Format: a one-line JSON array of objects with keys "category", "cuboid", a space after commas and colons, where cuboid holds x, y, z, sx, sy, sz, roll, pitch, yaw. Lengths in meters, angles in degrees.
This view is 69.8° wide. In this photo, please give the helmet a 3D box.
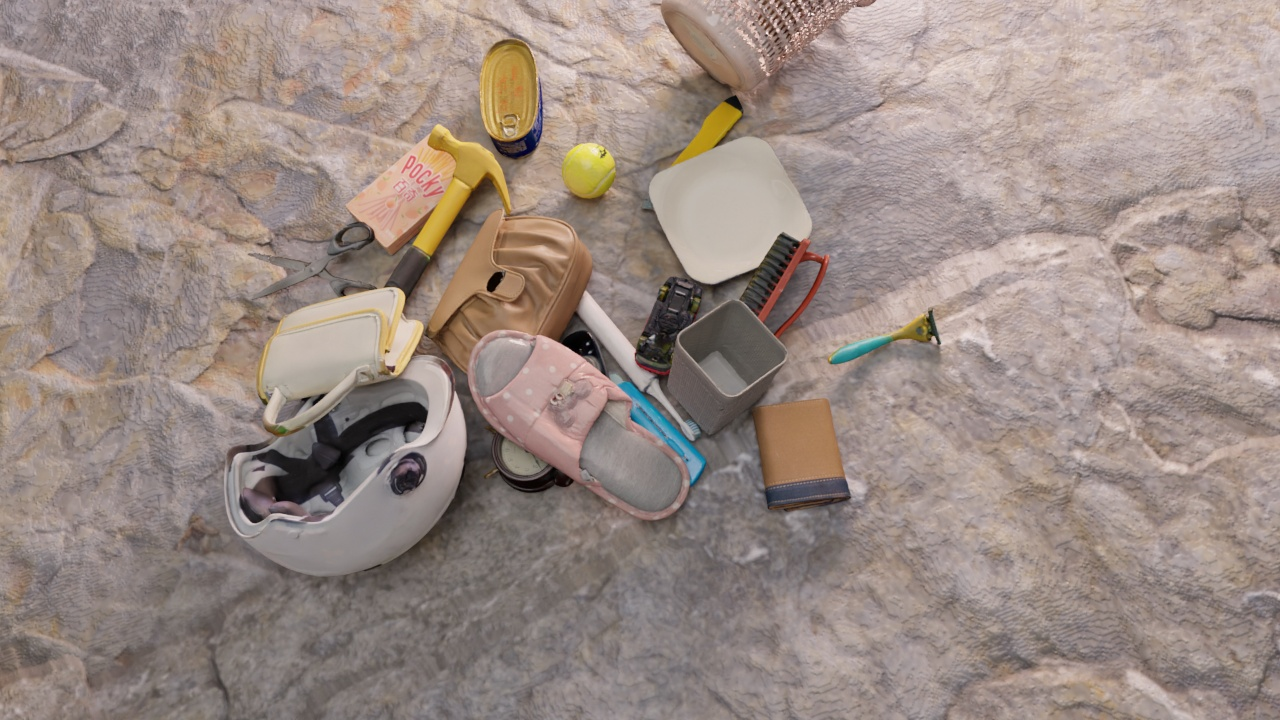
[{"category": "helmet", "cuboid": [-0.283, 0.123, 0.953, 0.258, 0.146, 0.229, -39, 37, -25]}]

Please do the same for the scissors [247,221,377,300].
[{"category": "scissors", "cuboid": [-0.390, -0.109, 1.112, 0.159, 0.014, 0.179, 45, 97, 6]}]

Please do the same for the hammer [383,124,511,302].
[{"category": "hammer", "cuboid": [-0.261, -0.127, 1.092, 0.129, 0.033, 0.300, 31, 82, -8]}]

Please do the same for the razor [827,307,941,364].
[{"category": "razor", "cuboid": [0.270, -0.020, 1.025, 0.132, 0.028, 0.043, -19, 102, -4]}]

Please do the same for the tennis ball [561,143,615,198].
[{"category": "tennis ball", "cuboid": [-0.062, -0.228, 1.104, 0.065, 0.065, 0.065, -2, 72, 4]}]

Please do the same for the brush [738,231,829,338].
[{"category": "brush", "cuboid": [0.150, -0.067, 1.023, 0.069, 0.063, 0.146, 31, 95, 3]}]

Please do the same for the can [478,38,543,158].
[{"category": "can", "cuboid": [-0.161, -0.329, 1.154, 0.074, 0.049, 0.148, -6, 72, 4]}]

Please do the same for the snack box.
[{"category": "snack box", "cuboid": [-0.279, -0.211, 1.139, 0.157, 0.026, 0.084, -44, 74, -9]}]

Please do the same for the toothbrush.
[{"category": "toothbrush", "cuboid": [-0.006, 0.006, 1.042, 0.026, 0.027, 0.221, -30, 70, -30]}]

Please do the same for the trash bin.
[{"category": "trash bin", "cuboid": [0.139, -0.441, 1.092, 0.227, 0.227, 0.192, 43, 92, 16]}]

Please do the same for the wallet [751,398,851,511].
[{"category": "wallet", "cuboid": [0.172, 0.101, 0.994, 0.090, 0.033, 0.115, -8, 70, 0]}]

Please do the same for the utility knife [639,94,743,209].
[{"category": "utility knife", "cuboid": [0.064, -0.253, 1.127, 0.033, 0.015, 0.192, 36, 79, 18]}]

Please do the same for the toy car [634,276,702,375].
[{"category": "toy car", "cuboid": [0.032, -0.037, 1.039, 0.053, 0.045, 0.120, 21, 65, 7]}]

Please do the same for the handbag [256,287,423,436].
[{"category": "handbag", "cuboid": [-0.330, 0.003, 0.970, 0.163, 0.063, 0.178, -12, 39, 15]}]

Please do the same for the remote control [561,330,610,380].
[{"category": "remote control", "cuboid": [-0.055, 0.032, 1.036, 0.053, 0.024, 0.136, -24, 70, 23]}]

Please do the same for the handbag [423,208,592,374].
[{"category": "handbag", "cuboid": [-0.151, -0.074, 1.038, 0.148, 0.100, 0.204, 23, 79, 22]}]

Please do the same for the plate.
[{"category": "plate", "cuboid": [0.105, -0.174, 1.087, 0.164, 0.034, 0.163, -24, 72, -3]}]

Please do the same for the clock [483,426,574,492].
[{"category": "clock", "cuboid": [-0.109, 0.100, 1.006, 0.122, 0.055, 0.082, -2, 71, 3]}]

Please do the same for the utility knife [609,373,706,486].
[{"category": "utility knife", "cuboid": [0.013, 0.072, 1.024, 0.034, 0.018, 0.162, -41, 72, -7]}]

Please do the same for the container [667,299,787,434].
[{"category": "container", "cuboid": [0.087, 0.012, 0.979, 0.090, 0.114, 0.090, -33, 71, -22]}]

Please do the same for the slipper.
[{"category": "slipper", "cuboid": [-0.063, 0.068, 0.958, 0.274, 0.054, 0.114, 39, 76, -4]}]
